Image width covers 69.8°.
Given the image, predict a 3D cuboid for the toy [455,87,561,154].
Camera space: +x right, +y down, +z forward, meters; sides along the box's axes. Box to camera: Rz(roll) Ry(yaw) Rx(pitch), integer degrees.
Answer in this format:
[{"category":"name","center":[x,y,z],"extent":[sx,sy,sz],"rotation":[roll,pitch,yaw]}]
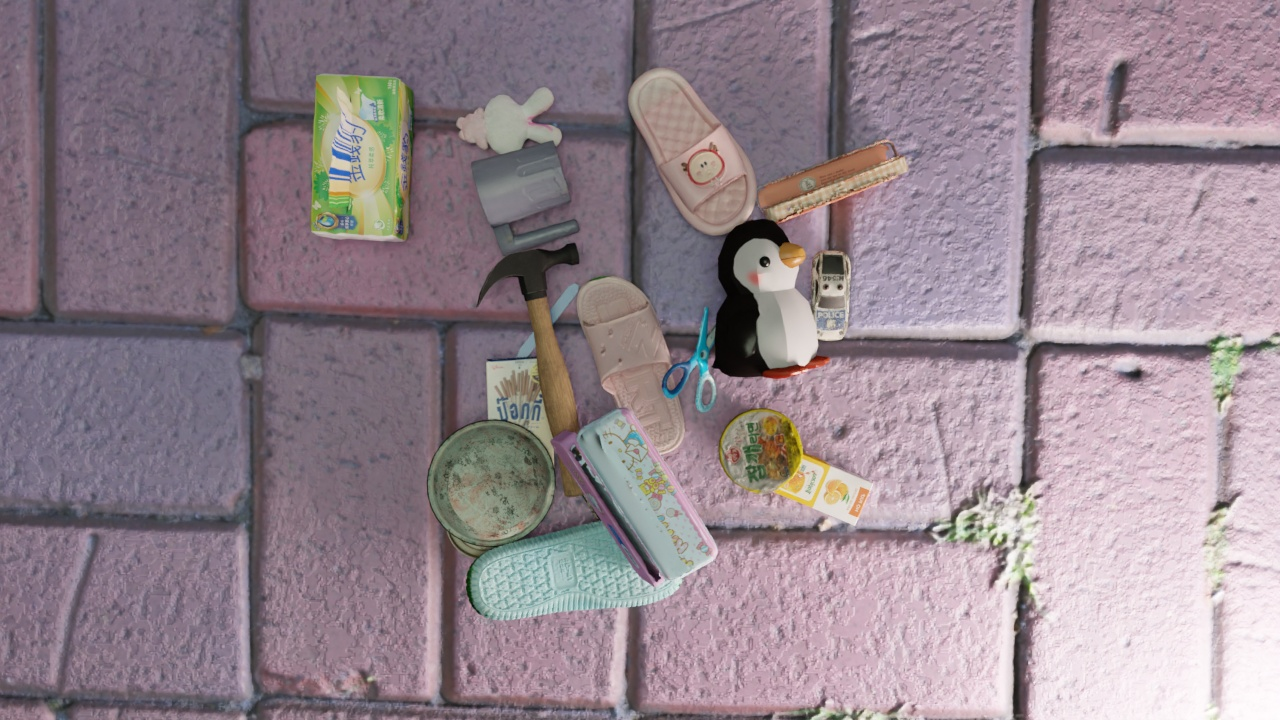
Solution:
[{"category":"toy","center":[-0.164,-0.292,1.136],"extent":[0.125,0.037,0.076],"rotation":[-11,97,2]}]

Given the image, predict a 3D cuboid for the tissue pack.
[{"category":"tissue pack","center":[-0.339,-0.242,1.089],"extent":[0.120,0.141,0.197],"rotation":[-3,94,0]}]

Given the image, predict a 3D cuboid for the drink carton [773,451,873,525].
[{"category":"drink carton","center":[0.229,0.158,1.161],"extent":[0.122,0.040,0.058],"rotation":[23,94,-1]}]

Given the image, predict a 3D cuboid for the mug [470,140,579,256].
[{"category":"mug","center":[-0.139,-0.199,1.129],"extent":[0.104,0.083,0.124],"rotation":[-17,117,-1]}]

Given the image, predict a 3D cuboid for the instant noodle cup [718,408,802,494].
[{"category":"instant noodle cup","center":[0.141,0.104,1.124],"extent":[0.102,0.108,0.102],"rotation":[0,93,0]}]

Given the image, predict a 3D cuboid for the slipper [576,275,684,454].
[{"category":"slipper","center":[-0.007,0.007,1.142],"extent":[0.094,0.064,0.239],"rotation":[-20,95,1]}]

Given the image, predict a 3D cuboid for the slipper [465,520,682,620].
[{"category":"slipper","center":[-0.082,0.263,1.157],"extent":[0.276,0.069,0.116],"rotation":[-7,90,-13]}]

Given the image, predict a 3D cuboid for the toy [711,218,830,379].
[{"category":"toy","center":[0.137,-0.075,1.104],"extent":[0.140,0.158,0.184],"rotation":[-3,97,36]}]

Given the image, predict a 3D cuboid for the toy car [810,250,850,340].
[{"category":"toy car","center":[0.238,-0.081,1.146],"extent":[0.048,0.040,0.113],"rotation":[1,94,1]}]

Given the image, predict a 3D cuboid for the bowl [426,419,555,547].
[{"category":"bowl","center":[-0.180,0.151,1.116],"extent":[0.157,0.038,0.157],"rotation":[0,90,-12]}]

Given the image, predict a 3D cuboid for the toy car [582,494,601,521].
[{"category":"toy car","center":[-0.058,0.160,1.165],"extent":[0.040,0.037,0.092],"rotation":[-30,93,2]}]

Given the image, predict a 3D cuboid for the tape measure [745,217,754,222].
[{"category":"tape measure","center":[0.142,-0.142,1.152],"extent":[0.051,0.019,0.059],"rotation":[-44,101,5]}]

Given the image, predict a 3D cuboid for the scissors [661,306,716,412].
[{"category":"scissors","center":[0.066,-0.004,1.139],"extent":[0.113,0.013,0.140],"rotation":[2,99,-40]}]

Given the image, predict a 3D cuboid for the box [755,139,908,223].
[{"category":"box","center":[0.235,-0.221,1.130],"extent":[0.187,0.055,0.076],"rotation":[-22,61,0]}]

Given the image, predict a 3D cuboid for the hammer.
[{"category":"hammer","center":[-0.112,0.018,1.124],"extent":[0.132,0.040,0.305],"rotation":[-13,95,-13]}]

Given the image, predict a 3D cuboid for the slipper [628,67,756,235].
[{"category":"slipper","center":[0.065,-0.260,1.128],"extent":[0.107,0.055,0.221],"rotation":[-32,92,0]}]

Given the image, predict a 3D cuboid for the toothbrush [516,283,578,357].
[{"category":"toothbrush","center":[-0.132,-0.031,1.168],"extent":[0.016,0.014,0.166],"rotation":[38,89,-2]}]

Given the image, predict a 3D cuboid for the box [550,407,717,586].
[{"category":"box","center":[-0.014,0.164,1.072],"extent":[0.140,0.062,0.214],"rotation":[-25,101,39]}]

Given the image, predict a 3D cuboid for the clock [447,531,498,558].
[{"category":"clock","center":[-0.210,0.187,1.160],"extent":[0.093,0.054,0.141],"rotation":[-45,98,-4]}]

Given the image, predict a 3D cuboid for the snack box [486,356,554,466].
[{"category":"snack box","center":[-0.151,0.071,1.155],"extent":[0.082,0.026,0.150],"rotation":[-2,97,-9]}]
